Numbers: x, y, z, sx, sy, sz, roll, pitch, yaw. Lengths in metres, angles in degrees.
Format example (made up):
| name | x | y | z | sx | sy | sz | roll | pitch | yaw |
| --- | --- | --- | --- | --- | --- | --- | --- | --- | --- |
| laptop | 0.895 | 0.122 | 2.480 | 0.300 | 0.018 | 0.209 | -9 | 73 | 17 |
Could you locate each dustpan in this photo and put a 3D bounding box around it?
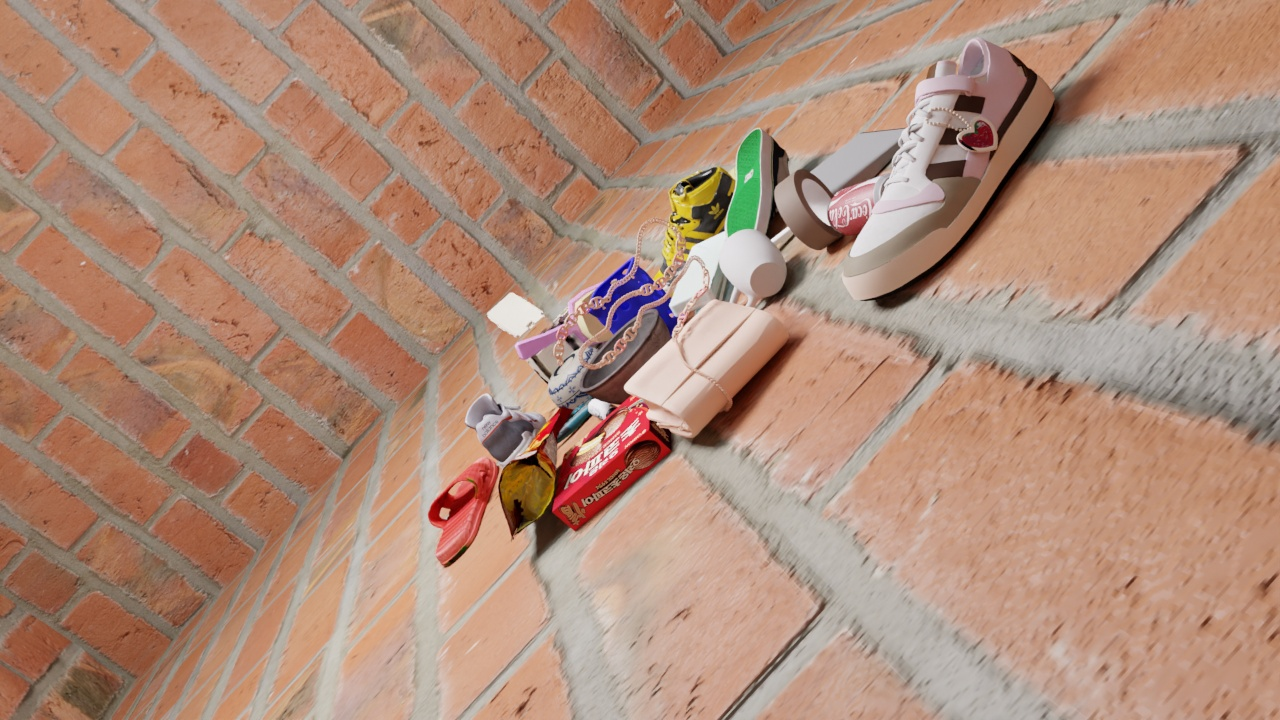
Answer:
| name | x | y | z | sx | sy | sz | roll | pitch | yaw |
| --- | --- | --- | --- | --- | --- | --- | --- | --- | --- |
| dustpan | 0.232 | -0.214 | 1.211 | 0.257 | 0.033 | 0.163 | -38 | 16 | -2 |

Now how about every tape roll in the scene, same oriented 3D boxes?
| name | x | y | z | sx | sy | sz | roll | pitch | yaw |
| --- | --- | --- | --- | --- | --- | --- | --- | --- | --- |
| tape roll | 0.200 | -0.177 | 1.076 | 0.030 | 0.093 | 0.093 | -34 | 20 | 36 |

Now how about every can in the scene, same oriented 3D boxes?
| name | x | y | z | sx | sy | sz | roll | pitch | yaw |
| --- | --- | --- | --- | --- | --- | --- | --- | --- | --- |
| can | 0.249 | -0.169 | 1.002 | 0.054 | 0.054 | 0.097 | -51 | 16 | -17 |

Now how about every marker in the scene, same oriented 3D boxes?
| name | x | y | z | sx | sy | sz | roll | pitch | yaw |
| --- | --- | --- | --- | --- | --- | --- | --- | --- | --- |
| marker | -0.043 | 0.070 | 1.226 | 0.025 | 0.025 | 0.126 | -49 | 16 | -9 |

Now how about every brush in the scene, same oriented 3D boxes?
| name | x | y | z | sx | sy | sz | roll | pitch | yaw |
| --- | --- | --- | --- | --- | --- | --- | --- | --- | --- |
| brush | -0.090 | -0.058 | 1.432 | 0.228 | 0.089 | 0.043 | -28 | 12 | -29 |

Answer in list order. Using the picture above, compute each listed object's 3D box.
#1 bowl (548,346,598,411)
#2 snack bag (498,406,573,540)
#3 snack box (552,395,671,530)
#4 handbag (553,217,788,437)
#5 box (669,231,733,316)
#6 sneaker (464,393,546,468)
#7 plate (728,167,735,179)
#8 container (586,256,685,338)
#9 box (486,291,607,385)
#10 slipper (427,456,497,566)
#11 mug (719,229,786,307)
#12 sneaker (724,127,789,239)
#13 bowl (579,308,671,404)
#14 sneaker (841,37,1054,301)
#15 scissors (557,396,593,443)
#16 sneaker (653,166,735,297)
| name | x | y | z | sx | sy | sz | roll | pitch | yaw |
| --- | --- | --- | --- | --- | --- | --- | --- | --- | --- |
| bowl | -0.095 | 0.026 | 1.403 | 0.116 | 0.059 | 0.115 | -42 | 16 | 15 |
| snack bag | -0.127 | 0.142 | 1.161 | 0.207 | 0.066 | 0.139 | -61 | -9 | -80 |
| snack box | -0.031 | 0.109 | 1.079 | 0.152 | 0.036 | 0.132 | -41 | 16 | 17 |
| handbag | 0.034 | -0.025 | 0.952 | 0.198 | 0.187 | 0.117 | -44 | 26 | -16 |
| box | 0.094 | -0.118 | 1.284 | 0.086 | 0.072 | 0.198 | -59 | 5 | 32 |
| sneaker | -0.201 | 0.100 | 1.374 | 0.089 | 0.124 | 0.240 | -47 | 16 | -1 |
| plate | 0.153 | -0.271 | 1.534 | 0.185 | 0.036 | 0.184 | -42 | 16 | 15 |
| container | -0.004 | -0.069 | 1.300 | 0.085 | 0.113 | 0.084 | -38 | 18 | 27 |
| box | -0.145 | -0.051 | 1.493 | 0.143 | 0.181 | 0.081 | -46 | 13 | -23 |
| slipper | -0.283 | 0.220 | 1.417 | 0.104 | 0.059 | 0.248 | -41 | 18 | 17 |
| mug | 0.135 | -0.097 | 1.122 | 0.089 | 0.071 | 0.107 | -113 | 39 | -64 |
| sneaker | 0.181 | -0.232 | 1.331 | 0.084 | 0.079 | 0.234 | -34 | 36 | 47 |
| bowl | -0.007 | 0.007 | 1.208 | 0.145 | 0.067 | 0.144 | -42 | 16 | 15 |
| sneaker | 0.275 | -0.191 | 0.873 | 0.293 | 0.116 | 0.112 | -49 | 16 | -9 |
| scissors | -0.080 | 0.069 | 1.336 | 0.135 | 0.019 | 0.129 | -24 | 27 | 50 |
| sneaker | 0.068 | -0.198 | 1.419 | 0.239 | 0.122 | 0.086 | -42 | 15 | 13 |
